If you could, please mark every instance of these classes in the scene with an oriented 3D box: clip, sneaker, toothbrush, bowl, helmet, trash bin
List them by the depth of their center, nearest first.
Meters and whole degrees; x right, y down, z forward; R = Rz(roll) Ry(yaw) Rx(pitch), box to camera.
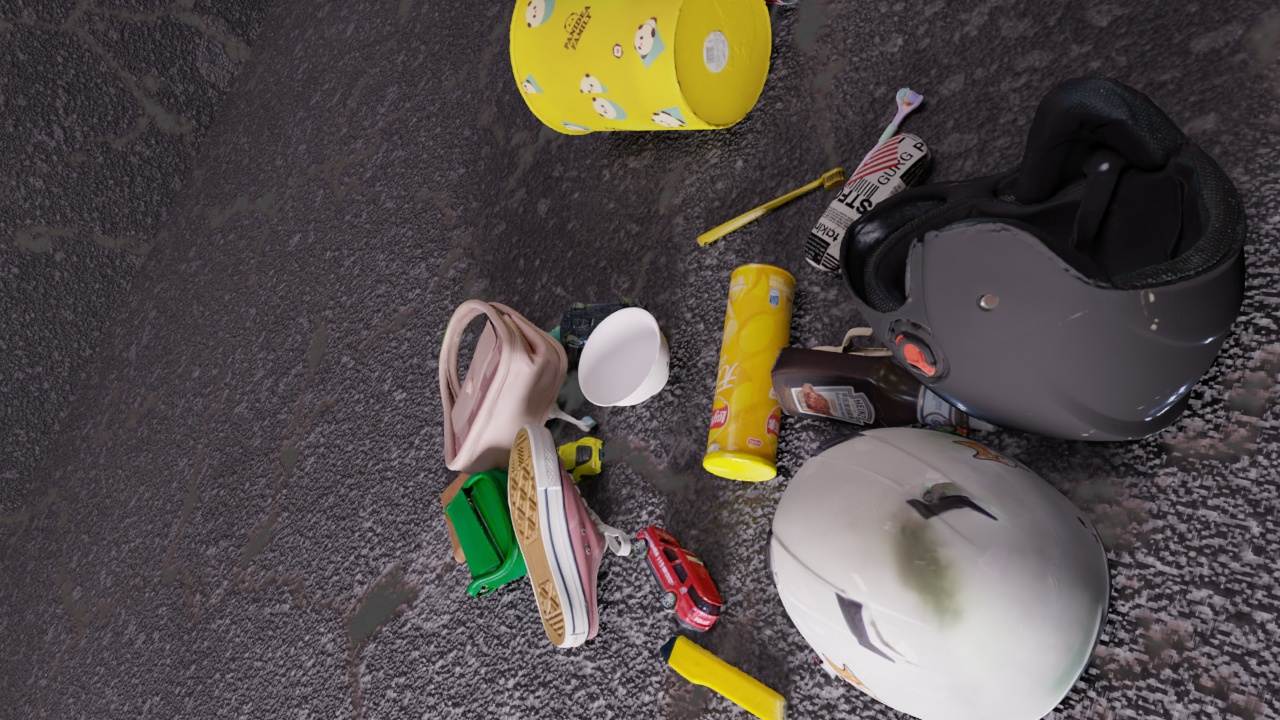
[{"bbox_3d":[0.291,-0.058,0.682,0.275,0.230,0.232,6,39,47],"label":"helmet"},{"bbox_3d":[0.199,0.149,0.704,0.274,0.156,0.230,31,90,47],"label":"helmet"},{"bbox_3d":[0.194,-0.008,0.863,0.102,0.095,0.035,10,75,34],"label":"clip"},{"bbox_3d":[0.232,-0.200,0.962,0.029,0.021,0.189,38,98,36],"label":"toothbrush"},{"bbox_3d":[-0.079,0.183,0.997,0.119,0.087,0.241,-36,65,54],"label":"sneaker"},{"bbox_3d":[0.144,-0.168,1.031,0.191,0.015,0.016,-22,61,33],"label":"toothbrush"},{"bbox_3d":[-0.006,0.006,1.040,0.119,0.064,0.118,-21,56,33],"label":"bowl"},{"bbox_3d":[0.007,-0.389,1.141,0.256,0.229,0.229,18,81,40],"label":"trash bin"},{"bbox_3d":[-0.130,0.055,1.156,0.026,0.027,0.221,-44,38,-23],"label":"toothbrush"}]

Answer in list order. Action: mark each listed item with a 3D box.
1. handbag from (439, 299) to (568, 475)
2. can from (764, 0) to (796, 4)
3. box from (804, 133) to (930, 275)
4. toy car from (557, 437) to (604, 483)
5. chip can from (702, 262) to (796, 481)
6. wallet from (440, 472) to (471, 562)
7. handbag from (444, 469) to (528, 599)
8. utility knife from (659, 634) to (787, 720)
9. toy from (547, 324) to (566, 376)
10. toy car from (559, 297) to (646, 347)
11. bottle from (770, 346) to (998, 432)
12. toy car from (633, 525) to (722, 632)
[{"bbox_3d":[-0.198,0.016,1.164,0.234,0.093,0.194,51,120,46],"label":"handbag"},{"bbox_3d":[0.156,-0.485,1.155,0.094,0.066,0.066,30,89,48],"label":"can"},{"bbox_3d":[0.227,-0.160,0.927,0.164,0.052,0.069,-55,25,5],"label":"box"},{"bbox_3d":[-0.087,0.120,1.078,0.105,0.032,0.048,-22,55,35],"label":"toy car"},{"bbox_3d":[0.113,0.011,0.924,0.072,0.072,0.213,-9,61,40],"label":"chip can"},{"bbox_3d":[-0.210,0.182,1.168,0.101,0.020,0.115,-44,43,16],"label":"wallet"},{"bbox_3d":[-0.172,0.199,1.077,0.120,0.068,0.131,-40,60,28],"label":"handbag"},{"bbox_3d":[0.076,0.294,0.843,0.156,0.015,0.033,18,87,45],"label":"utility knife"},{"bbox_3d":[-0.120,-0.002,1.178,0.097,0.030,0.091,-21,50,43],"label":"toy"},{"bbox_3d":[-0.045,-0.044,1.126,0.121,0.037,0.054,-5,64,30],"label":"toy car"},{"bbox_3d":[0.215,0.031,0.812,0.195,0.080,0.043,8,54,31],"label":"bottle"},{"bbox_3d":[0.038,0.209,0.900,0.045,0.053,0.120,-47,47,11],"label":"toy car"}]
